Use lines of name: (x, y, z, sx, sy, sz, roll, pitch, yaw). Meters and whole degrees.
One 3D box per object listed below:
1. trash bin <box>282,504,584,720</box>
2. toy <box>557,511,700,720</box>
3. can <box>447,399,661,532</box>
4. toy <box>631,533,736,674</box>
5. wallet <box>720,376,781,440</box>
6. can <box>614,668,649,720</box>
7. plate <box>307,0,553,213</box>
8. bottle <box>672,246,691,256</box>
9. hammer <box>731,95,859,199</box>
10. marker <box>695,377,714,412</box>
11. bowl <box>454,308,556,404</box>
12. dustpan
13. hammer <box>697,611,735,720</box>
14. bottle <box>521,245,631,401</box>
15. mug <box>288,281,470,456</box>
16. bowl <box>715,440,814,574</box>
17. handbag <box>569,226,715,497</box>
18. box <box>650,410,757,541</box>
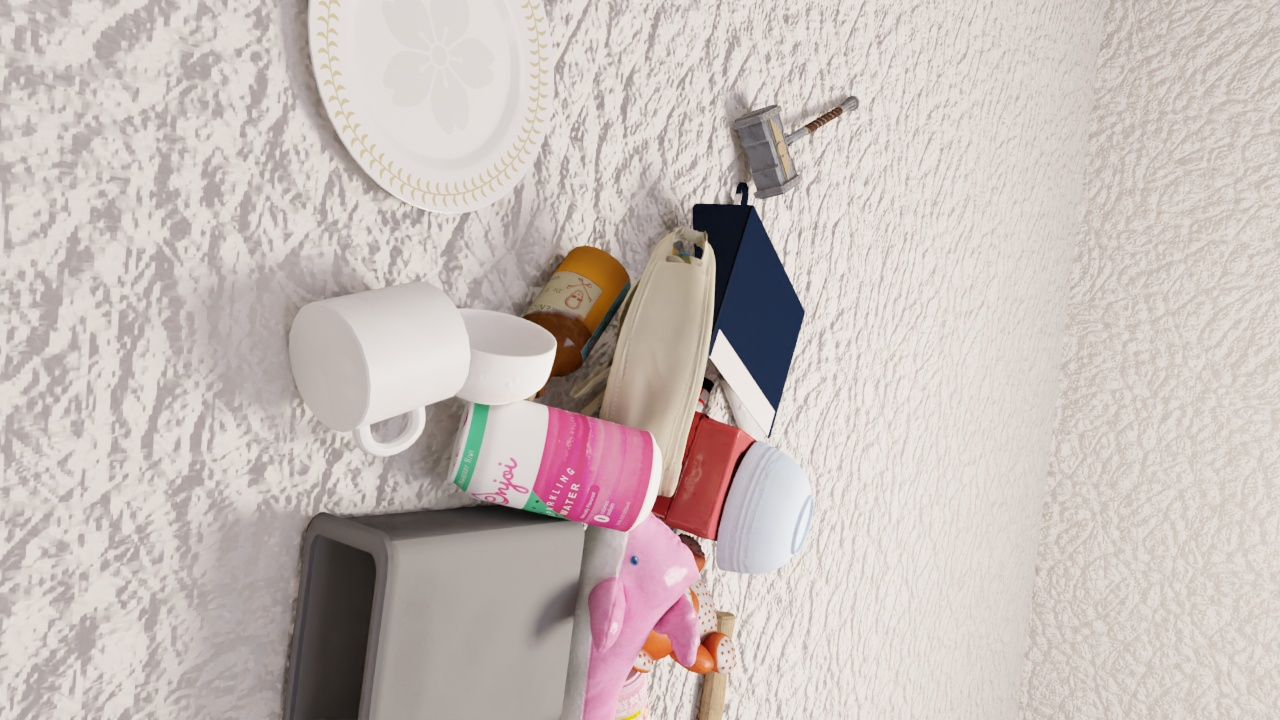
trash bin: (-0.157, 0.216, 0.736, 0.219, 0.098, 0.192, 7, 91, -54)
toy: (-0.010, 0.247, 0.847, 0.187, 0.128, 0.265, -168, -88, -83)
can: (-0.071, 0.085, 0.769, 0.166, 0.088, 0.088, 15, 83, -14)
toy: (0.030, 0.262, 0.985, 0.172, 0.093, 0.163, 19, 50, -53)
wallet: (0.144, 0.046, 1.155, 0.086, 0.032, 0.116, -50, 133, -33)
can: (-0.026, 0.351, 0.957, 0.067, 0.067, 0.076, -28, 118, -47)
plate: (-0.156, -0.238, 0.717, 0.241, 0.016, 0.242, -13, 107, -51)
bottle: (0.053, -0.072, 0.996, 0.051, 0.051, 0.146, -56, 136, -31)
hammer: (0.220, -0.301, 1.180, 0.320, 0.044, 0.098, -38, 114, -48)
marker: (0.046, 0.082, 1.041, 0.145, 0.019, 0.019, -61, 138, -26)
bowl: (-0.122, 0.000, 0.736, 0.104, 0.105, 0.054, -14, 124, -51)
dustpan: (0.114, -0.084, 1.038, 0.236, 0.080, 0.272, 48, 56, -56)
hammer: (0.082, 0.471, 1.152, 0.132, 0.040, 0.305, 10, 88, -57)
bottle: (-0.073, -0.027, 0.824, 0.156, 0.068, 0.068, -58, 137, -28)
mug: (-0.185, 0.010, 0.661, 0.089, 0.091, 0.121, -21, 112, -50)
bowl: (0.145, 0.169, 1.002, 0.150, 0.075, 0.151, -50, 148, -47)
handbag: (-0.005, 0.005, 0.870, 0.230, 0.132, 0.183, 105, -1, -56)
box: (0.072, 0.128, 1.017, 0.158, 0.087, 0.129, 36, 70, -66)
